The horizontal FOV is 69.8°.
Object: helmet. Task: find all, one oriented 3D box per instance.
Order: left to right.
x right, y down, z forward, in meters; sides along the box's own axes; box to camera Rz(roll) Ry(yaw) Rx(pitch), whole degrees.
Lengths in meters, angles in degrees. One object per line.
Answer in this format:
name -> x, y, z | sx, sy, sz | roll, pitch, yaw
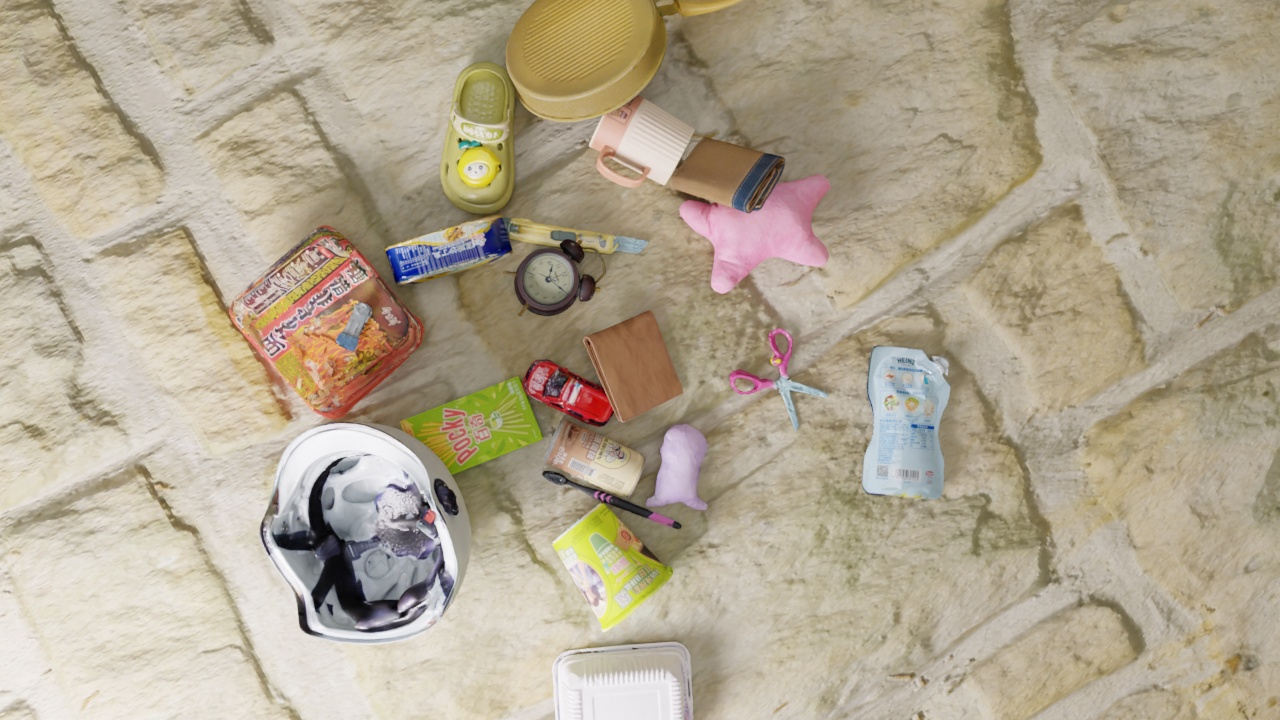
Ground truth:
helmet -> -0.295, 0.185, 1.056 | 0.229, 0.145, 0.258 | -16, 93, 14

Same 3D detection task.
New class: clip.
clip -> -0.326, -0.040, 1.052 | 0.027, 0.045, 0.058 | 26, 75, -6

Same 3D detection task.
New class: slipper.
slipper -> -0.198, -0.276, 1.112 | 0.091, 0.081, 0.190 | 4, 86, -2

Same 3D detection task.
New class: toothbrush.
toothbrush -> -0.035, 0.175, 1.148 | 0.189, 0.018, 0.014 | 22, 85, -5

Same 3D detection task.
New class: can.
can -> -0.231, -0.132, 1.110 | 0.148, 0.074, 0.049 | -17, 94, -4
can -> -0.056, 0.120, 1.126 | 0.116, 0.058, 0.058 | 25, 87, -4

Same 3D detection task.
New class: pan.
pan -> 0.008, -0.405, 1.104 | 0.357, 0.078, 0.197 | -28, 61, 5

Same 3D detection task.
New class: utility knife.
utility knife -> -0.084, -0.155, 1.154 | 0.188, 0.020, 0.031 | 7, 94, -9

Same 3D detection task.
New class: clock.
clock -> -0.102, -0.102, 1.128 | 0.122, 0.055, 0.082 | -20, 90, -6

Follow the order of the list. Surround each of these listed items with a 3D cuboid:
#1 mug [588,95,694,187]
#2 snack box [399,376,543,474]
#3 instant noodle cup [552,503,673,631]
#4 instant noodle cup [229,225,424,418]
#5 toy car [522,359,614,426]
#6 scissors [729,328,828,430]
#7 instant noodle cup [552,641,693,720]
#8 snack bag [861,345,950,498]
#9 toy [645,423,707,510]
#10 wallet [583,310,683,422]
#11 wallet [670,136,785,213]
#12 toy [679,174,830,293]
mug -> -0.004, -0.262, 1.120 | 0.106, 0.082, 0.114 | 28, 65, -5
snack box -> -0.207, 0.086, 1.131 | 0.156, 0.026, 0.086 | -21, 90, -4
instant noodle cup -> -0.040, 0.242, 1.106 | 0.111, 0.112, 0.123 | -39, 85, -4
instant noodle cup -> -0.366, -0.043, 1.095 | 0.164, 0.079, 0.189 | -40, 92, -4
toy car -> -0.085, 0.040, 1.126 | 0.120, 0.045, 0.053 | 25, 82, -14
scissors -> 0.174, 0.029, 1.169 | 0.131, 0.017, 0.133 | -17, 94, -7
instant noodle cup -> -0.018, 0.424, 1.125 | 0.173, 0.060, 0.138 | -3, 89, -6
snack bag -> 0.339, 0.079, 1.169 | 0.110, 0.039, 0.191 | 4, 87, 1
toy -> 0.053, 0.133, 1.145 | 0.083, 0.039, 0.108 | 10, 85, -22
wallet -> -0.007, 0.007, 1.134 | 0.101, 0.020, 0.115 | -23, 94, -30
wallet -> 0.105, -0.225, 1.113 | 0.115, 0.033, 0.090 | 24, 68, 28
toy -> 0.150, -0.184, 1.143 | 0.194, 0.075, 0.178 | -18, 79, -7
